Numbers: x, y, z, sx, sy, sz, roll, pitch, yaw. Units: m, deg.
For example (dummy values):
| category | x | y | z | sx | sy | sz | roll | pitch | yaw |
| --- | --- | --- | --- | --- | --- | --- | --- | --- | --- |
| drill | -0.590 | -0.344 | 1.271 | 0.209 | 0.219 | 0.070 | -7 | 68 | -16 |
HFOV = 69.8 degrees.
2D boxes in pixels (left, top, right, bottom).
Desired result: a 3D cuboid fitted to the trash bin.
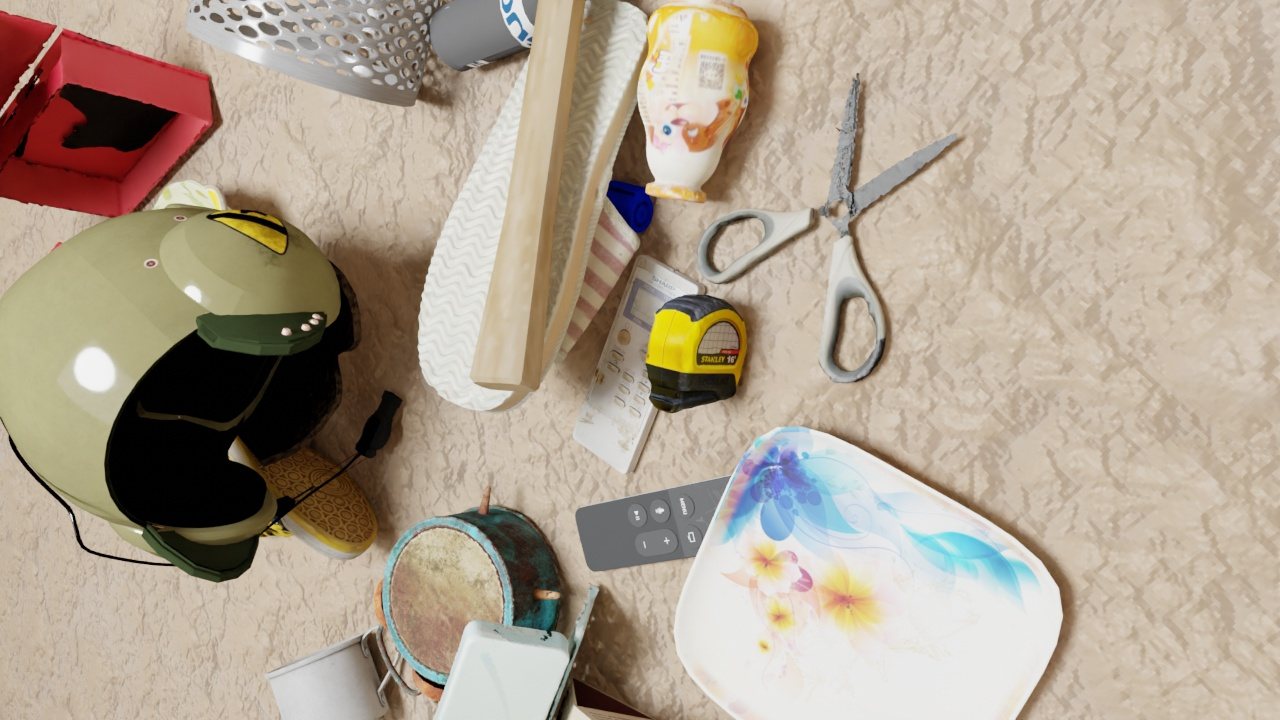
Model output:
| category | x | y | z | sx | sy | sz | roll | pitch | yaw |
| --- | --- | --- | --- | --- | --- | --- | --- | --- | --- |
| trash bin | -0.204 | -0.289 | 0.622 | 0.156 | 0.156 | 0.183 | 31 | 109 | 30 |

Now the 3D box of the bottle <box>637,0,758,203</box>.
| category | x | y | z | sx | sy | sz | roll | pitch | yaw |
| --- | --- | --- | --- | --- | --- | --- | --- | --- | --- |
| bottle | 0.028 | -0.145 | 0.519 | 0.063 | 0.063 | 0.109 | 19 | 104 | 33 |

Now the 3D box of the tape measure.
| category | x | y | z | sx | sy | sz | roll | pitch | yaw |
| --- | --- | --- | --- | --- | --- | --- | --- | --- | --- |
| tape measure | 0.031 | -0.007 | 0.531 | 0.037 | 0.065 | 0.064 | 15 | 108 | 38 |

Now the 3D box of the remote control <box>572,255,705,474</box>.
| category | x | y | z | sx | sy | sz | roll | pitch | yaw |
| --- | --- | --- | --- | --- | --- | --- | --- | --- | --- |
| remote control | -0.004 | 0.004 | 0.590 | 0.050 | 0.011 | 0.136 | 32 | 112 | 29 |

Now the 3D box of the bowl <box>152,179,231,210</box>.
| category | x | y | z | sx | sy | sz | roll | pitch | yaw |
| --- | --- | --- | --- | --- | --- | --- | --- | --- | --- |
| bowl | -0.397 | -0.064 | 0.829 | 0.220 | 0.060 | 0.188 | -40 | 61 | 31 |

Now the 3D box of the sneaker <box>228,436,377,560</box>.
| category | x | y | z | sx | sy | sz | roll | pitch | yaw |
| --- | --- | --- | --- | --- | --- | --- | --- | --- | --- |
| sneaker | -0.326 | 0.122 | 0.789 | 0.238 | 0.086 | 0.122 | 39 | 110 | 31 |

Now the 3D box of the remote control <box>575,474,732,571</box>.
| category | x | y | z | sx | sy | sz | roll | pitch | yaw |
| --- | --- | --- | --- | --- | --- | --- | --- | --- | --- |
| remote control | 0.017 | 0.105 | 0.587 | 0.147 | 0.008 | 0.045 | -18 | 84 | 36 |

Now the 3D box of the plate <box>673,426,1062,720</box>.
| category | x | y | z | sx | sy | sz | roll | pitch | yaw |
| --- | --- | --- | --- | --- | --- | --- | --- | --- | --- |
| plate | 0.116 | 0.144 | 0.509 | 0.187 | 0.016 | 0.187 | 30 | 111 | 26 |

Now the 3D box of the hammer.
| category | x | y | z | sx | sy | sz | roll | pitch | yaw |
| --- | --- | --- | --- | --- | --- | --- | --- | --- | --- |
| hammer | -0.053 | -0.143 | 0.519 | 0.117 | 0.051 | 0.322 | 3 | 78 | 20 |

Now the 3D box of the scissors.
| category | x | y | z | sx | sy | sz | roll | pitch | yaw |
| --- | --- | --- | --- | --- | --- | --- | --- | --- | --- |
| scissors | 0.098 | -0.069 | 0.508 | 0.158 | 0.012 | 0.170 | -1 | 94 | 35 |

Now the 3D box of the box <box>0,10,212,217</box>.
| category | x | y | z | sx | sy | sz | roll | pitch | yaw |
| --- | --- | --- | --- | --- | --- | --- | --- | --- | --- |
| box | -0.577 | -0.194 | 0.766 | 0.212 | 0.377 | 0.124 | -26 | 90 | 34 |

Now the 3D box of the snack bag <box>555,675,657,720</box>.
| category | x | y | z | sx | sy | sz | roll | pitch | yaw |
| --- | --- | --- | --- | --- | --- | --- | --- | --- | --- |
| snack bag | -0.012 | 0.274 | 0.556 | 0.207 | 0.069 | 0.094 | 7 | 76 | 60 |

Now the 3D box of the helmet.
| category | x | y | z | sx | sy | sz | roll | pitch | yaw |
| --- | --- | --- | --- | --- | --- | --- | --- | --- | --- |
| helmet | -0.296 | 0.002 | 0.639 | 0.233 | 0.255 | 0.251 | 34 | 112 | 25 |

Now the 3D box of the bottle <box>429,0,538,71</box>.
| category | x | y | z | sx | sy | sz | roll | pitch | yaw |
| --- | --- | --- | --- | --- | --- | --- | --- | --- | --- |
| bottle | -0.092 | -0.226 | 0.610 | 0.113 | 0.046 | 0.047 | -5 | 92 | 36 |

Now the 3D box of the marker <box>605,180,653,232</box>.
| category | x | y | z | sx | sy | sz | roll | pitch | yaw |
| --- | --- | --- | --- | --- | --- | --- | --- | --- | --- |
| marker | -0.051 | -0.112 | 0.605 | 0.133 | 0.023 | 0.027 | 21 | 118 | 33 |

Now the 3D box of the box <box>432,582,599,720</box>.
| category | x | y | z | sx | sy | sz | roll | pitch | yaw |
| --- | --- | --- | --- | --- | --- | --- | --- | --- | --- |
| box | -0.093 | 0.245 | 0.607 | 0.078 | 0.122 | 0.198 | 26 | 109 | 14 |

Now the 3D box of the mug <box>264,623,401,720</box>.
| category | x | y | z | sx | sy | sz | roll | pitch | yaw |
| --- | --- | --- | --- | --- | --- | --- | --- | --- | --- |
| mug | -0.244 | 0.267 | 0.757 | 0.113 | 0.084 | 0.070 | -22 | 83 | 3 |

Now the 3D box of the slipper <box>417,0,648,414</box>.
| category | x | y | z | sx | sy | sz | roll | pitch | yaw |
| --- | --- | --- | --- | --- | --- | --- | --- | --- | --- |
| slipper | -0.054 | -0.092 | 0.561 | 0.115 | 0.052 | 0.262 | 17 | 84 | 29 |

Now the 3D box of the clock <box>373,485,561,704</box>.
| category | x | y | z | sx | sy | sz | roll | pitch | yaw |
| --- | --- | --- | --- | --- | --- | --- | --- | --- | --- |
| clock | -0.129 | 0.177 | 0.659 | 0.158 | 0.073 | 0.121 | -44 | 69 | 19 |
